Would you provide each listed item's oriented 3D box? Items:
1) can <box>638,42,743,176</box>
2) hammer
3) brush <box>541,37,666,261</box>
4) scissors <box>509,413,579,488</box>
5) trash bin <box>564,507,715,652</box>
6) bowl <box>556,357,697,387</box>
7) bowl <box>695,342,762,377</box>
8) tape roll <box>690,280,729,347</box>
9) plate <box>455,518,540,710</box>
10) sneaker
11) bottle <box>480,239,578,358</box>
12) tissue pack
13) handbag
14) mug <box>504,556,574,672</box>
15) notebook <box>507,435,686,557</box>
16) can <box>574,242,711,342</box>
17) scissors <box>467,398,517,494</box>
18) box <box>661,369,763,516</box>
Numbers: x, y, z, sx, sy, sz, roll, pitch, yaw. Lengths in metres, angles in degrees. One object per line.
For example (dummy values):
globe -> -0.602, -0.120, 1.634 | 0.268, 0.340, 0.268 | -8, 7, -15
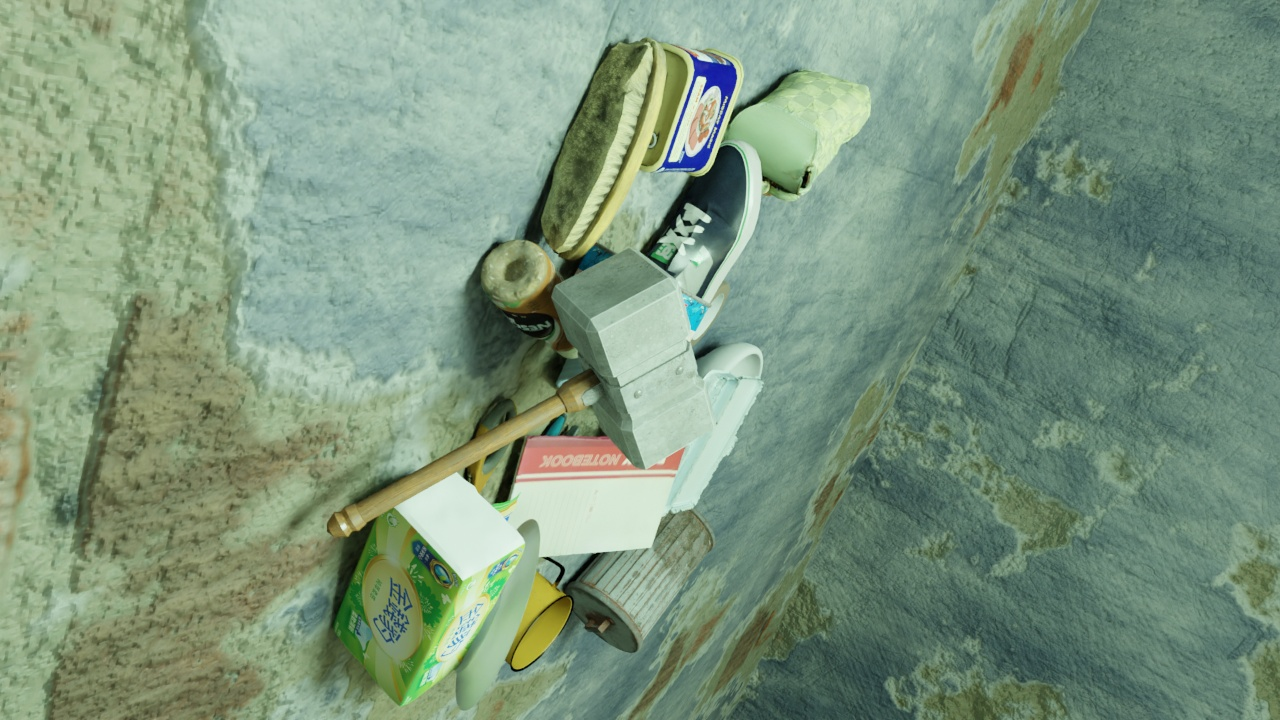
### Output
can -> 0.035, -0.228, 0.838 | 0.092, 0.056, 0.116 | -18, 134, -55
hammer -> -0.103, 0.055, 0.735 | 0.317, 0.083, 0.163 | -29, 129, -14
brush -> -0.031, -0.176, 0.765 | 0.043, 0.059, 0.195 | 10, 108, -56
scissors -> -0.115, 0.118, 0.993 | 0.126, 0.019, 0.144 | -20, 130, -50
trash bin -> -0.002, 0.301, 1.299 | 0.210, 0.131, 0.131 | -46, 153, -31
bowl -> -0.006, 0.006, 0.947 | 0.150, 0.151, 0.074 | 44, 55, -66
bowl -> 0.094, 0.046, 1.264 | 0.176, 0.066, 0.177 | -44, 152, -31
tape roll -> 0.070, -0.061, 1.115 | 0.093, 0.030, 0.094 | -51, 166, -19
plate -> -0.147, 0.241, 0.891 | 0.189, 0.016, 0.188 | -56, -161, 29
sneaker -> 0.051, -0.124, 0.970 | 0.079, 0.084, 0.236 | 3, 117, -50
bottle -> -0.085, -0.045, 0.811 | 0.059, 0.059, 0.167 | -55, 157, -10
tissue pack -> -0.170, 0.190, 0.826 | 0.141, 0.120, 0.198 | -24, 156, -52
handbag -> 0.176, -0.246, 1.031 | 0.186, 0.113, 0.117 | -44, 160, -33
mug -> -0.137, 0.269, 1.033 | 0.124, 0.094, 0.100 | -58, 157, 3
notebook -> -0.053, 0.151, 1.020 | 0.208, 0.012, 0.153 | 3, 114, -35
can -> 0.000, -0.064, 0.868 | 0.044, 0.130, 0.130 | -61, 156, 5
scissors -> -0.185, 0.140, 0.888 | 0.216, 0.016, 0.226 | -19, 137, -57
box -> 0.075, 0.106, 1.152 | 0.209, 0.037, 0.188 | -62, 159, 13
